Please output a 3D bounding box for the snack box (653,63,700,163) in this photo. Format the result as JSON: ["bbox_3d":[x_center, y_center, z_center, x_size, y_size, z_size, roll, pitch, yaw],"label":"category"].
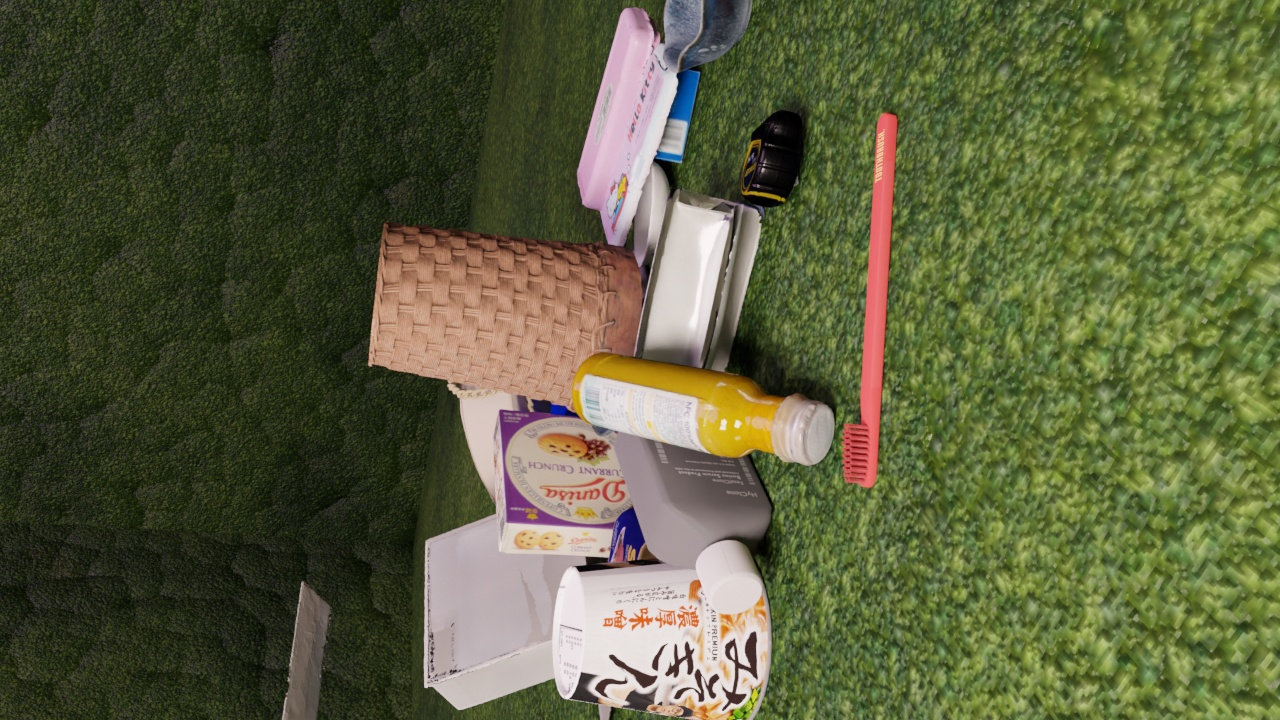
[{"bbox_3d":[0.016,-0.255,0.929,0.151,0.034,0.087,-126,45,-66],"label":"snack box"}]

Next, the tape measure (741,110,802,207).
[{"bbox_3d":[0.093,-0.137,0.636,0.061,0.034,0.061,-145,67,-84],"label":"tape measure"}]

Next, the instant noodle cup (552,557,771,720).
[{"bbox_3d":[0.008,0.189,0.634,0.124,0.121,0.123,-174,91,-73],"label":"instant noodle cup"}]

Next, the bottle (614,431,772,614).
[{"bbox_3d":[0.041,0.098,0.632,0.173,0.083,0.046,-111,32,-55],"label":"bottle"}]

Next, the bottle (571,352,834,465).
[{"bbox_3d":[0.036,0.031,0.597,0.186,0.053,0.053,9,93,42],"label":"bottle"}]

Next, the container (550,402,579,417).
[{"bbox_3d":[-0.063,0.013,1.038,0.096,0.058,0.114,127,146,-58],"label":"container"}]

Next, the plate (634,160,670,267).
[{"bbox_3d":[0.014,-0.141,0.891,0.104,0.026,0.104,-177,91,-80],"label":"plate"}]

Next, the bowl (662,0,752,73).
[{"bbox_3d":[0.059,-0.295,0.769,0.110,0.055,0.110,-175,91,-73],"label":"bowl"}]

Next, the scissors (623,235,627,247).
[{"bbox_3d":[-0.018,-0.103,0.967,0.202,0.015,0.202,-98,12,-54],"label":"scissors"}]

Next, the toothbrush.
[{"bbox_3d":[0.127,-0.036,0.513,0.012,0.018,0.212,166,109,-72],"label":"toothbrush"}]

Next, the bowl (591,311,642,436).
[{"bbox_3d":[-0.005,0.005,0.857,0.137,0.057,0.137,-174,91,-72],"label":"bowl"}]

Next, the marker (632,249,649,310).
[{"bbox_3d":[0.006,-0.075,0.928,0.022,0.016,0.138,-39,37,22],"label":"marker"}]

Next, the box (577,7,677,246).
[{"bbox_3d":[-0.018,-0.224,0.898,0.152,0.038,0.202,-102,25,-47],"label":"box"}]

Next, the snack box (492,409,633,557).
[{"bbox_3d":[-0.062,0.114,0.852,0.147,0.143,0.041,-104,27,-49],"label":"snack box"}]

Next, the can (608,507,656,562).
[{"bbox_3d":[0.008,0.185,0.749,0.092,0.056,0.116,-154,72,-73],"label":"can"}]

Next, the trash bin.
[{"bbox_3d":[-0.120,-0.037,0.788,0.151,0.210,0.151,-174,91,-73],"label":"trash bin"}]

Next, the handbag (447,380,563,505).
[{"bbox_3d":[-0.140,0.068,1.099,0.210,0.103,0.209,-89,-16,-56],"label":"handbag"}]

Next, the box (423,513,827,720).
[{"bbox_3d":[-0.012,0.290,0.941,0.174,0.422,0.167,-40,36,22],"label":"box"}]

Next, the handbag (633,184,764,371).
[{"bbox_3d":[0.046,-0.061,0.734,0.175,0.074,0.151,-73,-5,-77],"label":"handbag"}]
